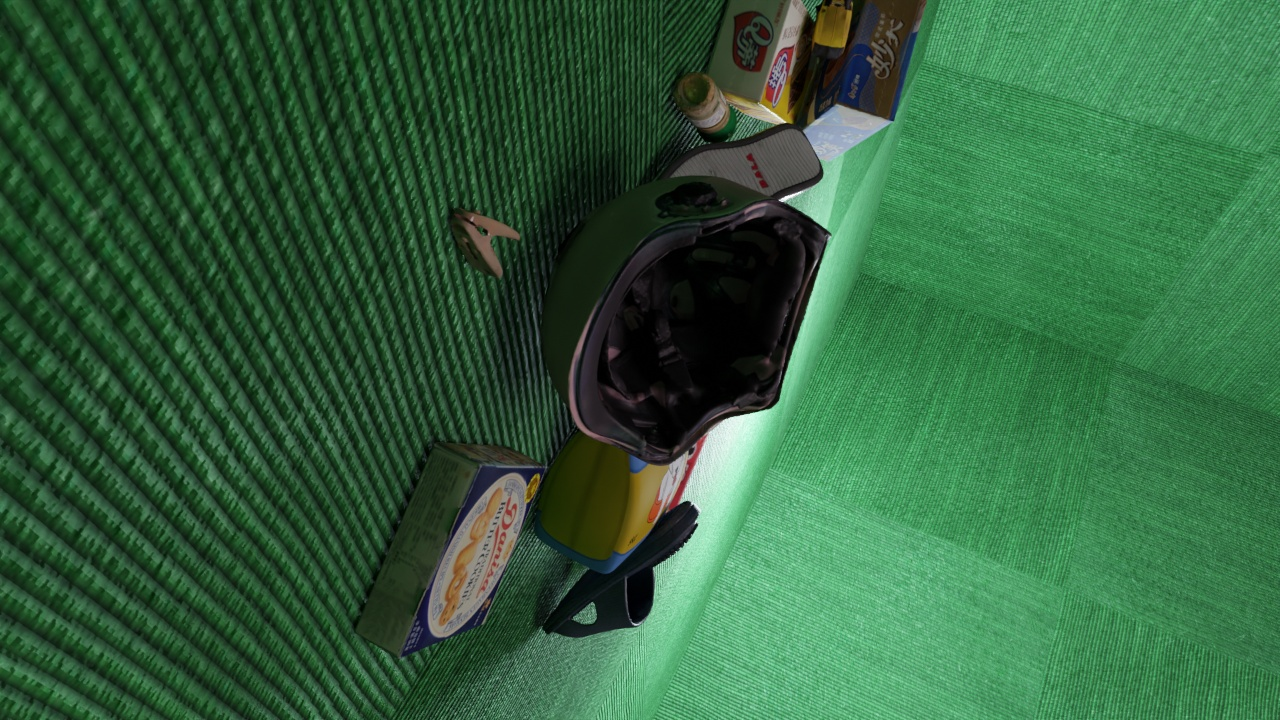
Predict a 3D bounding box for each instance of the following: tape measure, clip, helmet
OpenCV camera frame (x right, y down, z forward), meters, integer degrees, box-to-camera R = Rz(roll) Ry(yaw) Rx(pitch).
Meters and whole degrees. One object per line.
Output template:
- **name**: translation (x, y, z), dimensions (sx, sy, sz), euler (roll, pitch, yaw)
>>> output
- **tape measure**: translation (0.195, -0.345, 0.947), dimensions (0.065, 0.037, 0.064), euler (-70, 170, -67)
- **clip**: translation (-0.100, -0.071, 0.566), dimensions (0.060, 0.024, 0.039), euler (11, 98, -65)
- **helmet**: translation (0.020, -0.049, 0.741), dimensions (0.254, 0.152, 0.230), euler (-24, 139, -31)

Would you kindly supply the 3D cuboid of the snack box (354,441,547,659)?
- **snack box**: translation (-0.136, 0.136, 0.689), dimensions (0.144, 0.043, 0.145), euler (-68, 165, 0)

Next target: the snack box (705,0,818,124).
- **snack box**: translation (0.135, -0.317, 0.973), dimensions (0.229, 0.062, 0.110), euler (-23, 132, -71)

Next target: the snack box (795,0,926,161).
- **snack box**: translation (0.240, -0.330, 1.051), dimensions (0.203, 0.069, 0.155), euler (-175, -79, -82)

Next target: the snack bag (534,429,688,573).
- **snack bag**: translation (-0.012, 0.085, 0.924), dimensions (0.158, 0.102, 0.206), euler (-34, 146, -61)

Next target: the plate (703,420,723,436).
- **plate**: translation (0.086, 0.046, 1.130), dimensions (0.186, 0.016, 0.187), euler (-42, -168, -24)

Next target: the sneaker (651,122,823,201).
- **sneaker**: translation (0.066, -0.155, 0.925), dimensions (0.262, 0.097, 0.129), euler (-34, -177, -38)

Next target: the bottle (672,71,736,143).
- **bottle**: translation (0.062, -0.237, 0.867), dimensions (0.043, 0.043, 0.111), euler (-70, 164, 5)

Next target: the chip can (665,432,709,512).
- **chip can**: translation (0.029, 0.169, 1.268), dimensions (0.233, 0.073, 0.073), euler (-67, 165, -3)

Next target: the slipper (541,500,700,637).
- **slipper**: translation (-0.012, 0.258, 1.037), dimensions (0.264, 0.082, 0.101), euler (-43, 177, 30)
